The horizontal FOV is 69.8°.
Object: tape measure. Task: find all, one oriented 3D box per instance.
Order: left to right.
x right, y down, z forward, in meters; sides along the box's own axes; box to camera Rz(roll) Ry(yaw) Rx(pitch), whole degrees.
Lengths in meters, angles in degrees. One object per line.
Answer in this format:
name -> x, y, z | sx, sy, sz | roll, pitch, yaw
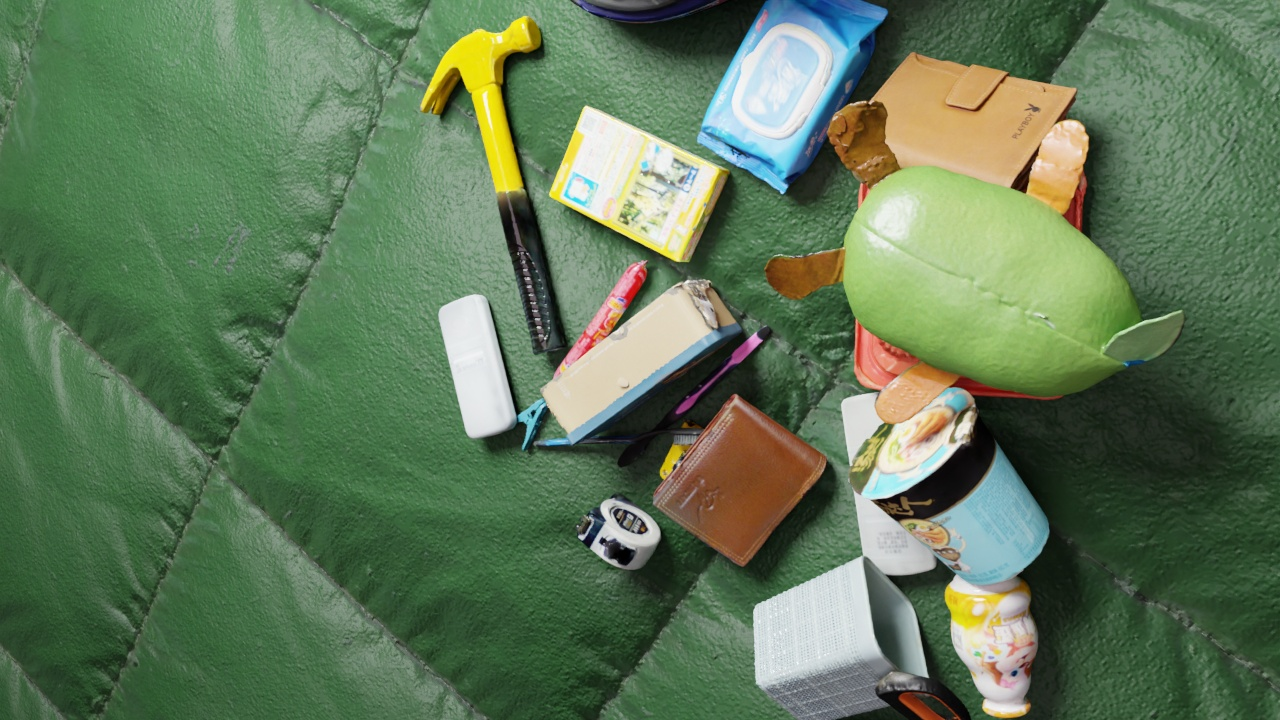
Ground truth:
tape measure -> -0.017, 0.156, 0.825 | 0.066, 0.065, 0.034 | 36, 113, 17
tape measure -> 0.049, 0.091, 0.810 | 0.057, 0.028, 0.060 | 31, 108, 16

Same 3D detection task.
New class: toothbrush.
toothbrush -> -0.024, 0.073, 0.832 | 0.190, 0.014, 0.016 | -7, 94, 33
toothbrush -> 0.046, 0.034, 0.814 | 0.189, 0.017, 0.014 | -44, 78, 18

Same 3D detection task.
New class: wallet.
wallet -> 0.082, 0.101, 0.773 | 0.101, 0.032, 0.125 | 34, 107, -9
wallet -> 0.228, -0.170, 0.663 | 0.132, 0.031, 0.107 | 29, 71, 32

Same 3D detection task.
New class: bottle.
bottle -> 0.275, 0.218, 0.711 | 0.063, 0.063, 0.108 | -9, 93, 24

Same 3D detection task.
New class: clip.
clip -> -0.107, 0.058, 0.881 | 0.034, 0.013, 0.054 | 41, 110, 12

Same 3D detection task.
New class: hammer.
hammer -> -0.120, -0.154, 0.849 | 0.129, 0.032, 0.300 | -14, 91, 24

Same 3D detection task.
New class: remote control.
remote control -> -0.157, 0.006, 0.886 | 0.056, 0.020, 0.136 | -18, 84, 28
remote control -> 0.203, 0.100, 0.748 | 0.058, 0.021, 0.150 | -7, 94, 22

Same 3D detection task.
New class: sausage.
sausage -> -0.038, -0.030, 0.837 | 0.020, 0.020, 0.156 | 41, 111, 13

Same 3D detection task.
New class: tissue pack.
tissue pack -> 0.117, -0.222, 0.727 | 0.095, 0.052, 0.157 | 34, 109, 16

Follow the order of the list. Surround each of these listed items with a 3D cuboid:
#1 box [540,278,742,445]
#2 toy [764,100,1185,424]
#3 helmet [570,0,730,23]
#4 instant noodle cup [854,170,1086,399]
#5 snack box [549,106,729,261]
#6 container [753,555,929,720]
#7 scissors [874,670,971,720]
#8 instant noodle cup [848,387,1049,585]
box -> -0.005, 0.005, 0.790 | 0.185, 0.089, 0.061 | -39, 82, 25
toy -> 0.212, -0.055, 0.602 | 0.247, 0.089, 0.227 | 31, 114, 10
helmet -> 0.024, -0.385, 0.647 | 0.316, 0.240, 0.247 | -25, 85, 24
instant noodle cup -> 0.241, -0.065, 0.681 | 0.165, 0.079, 0.189 | 1, 92, 19
snack box -> -0.003, -0.154, 0.799 | 0.140, 0.033, 0.087 | 29, 107, 19
container -> 0.156, 0.230, 0.737 | 0.112, 0.089, 0.090 | -30, 122, 26
scissors -> 0.239, 0.304, 0.708 | 0.235, 0.021, 0.221 | -14, 125, 27
instant noodle cup -> 0.236, 0.100, 0.682 | 0.111, 0.111, 0.120 | -39, 103, 22
